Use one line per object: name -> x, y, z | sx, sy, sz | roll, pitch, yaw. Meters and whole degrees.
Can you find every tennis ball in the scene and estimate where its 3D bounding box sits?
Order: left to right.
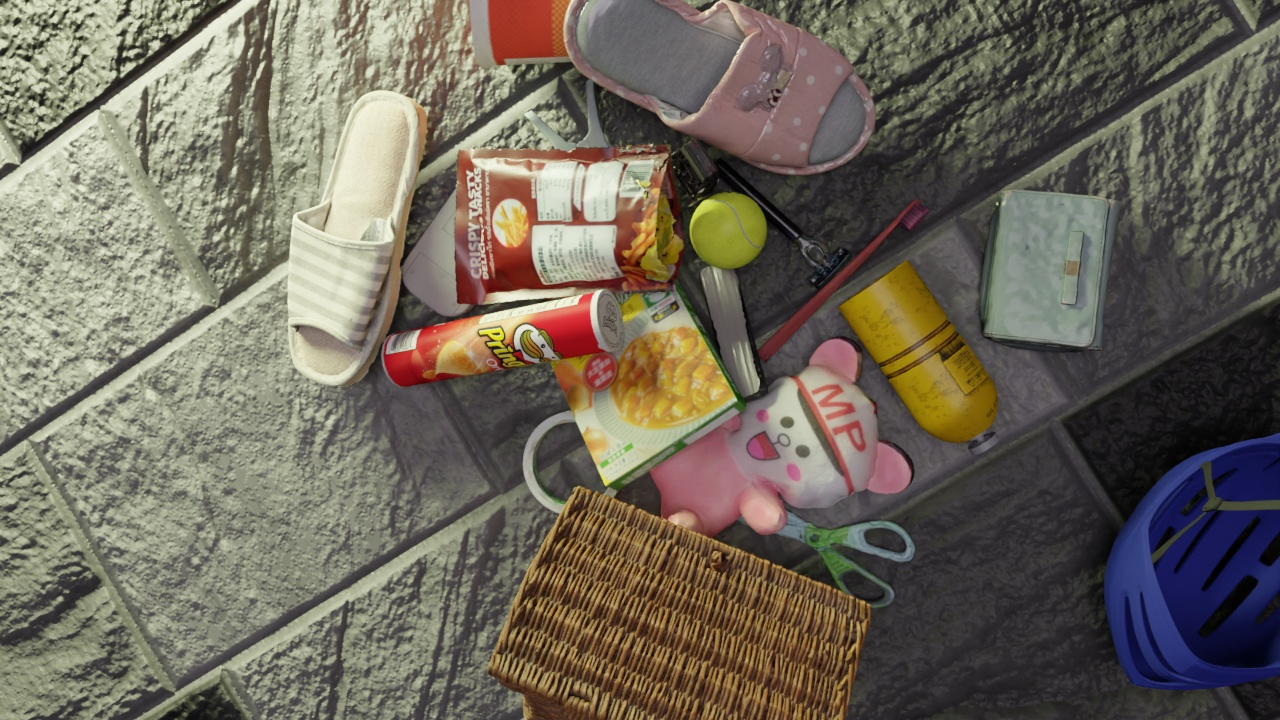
tennis ball -> 0.075, -0.110, 0.780 | 0.065, 0.065, 0.065 | 0, 92, 7

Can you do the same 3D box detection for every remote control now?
remote control -> -0.151, -0.113, 0.834 | 0.074, 0.019, 0.151 | 37, 96, 5
remote control -> 0.078, -0.026, 0.779 | 0.033, 0.013, 0.136 | -17, 59, 11

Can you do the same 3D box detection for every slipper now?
slipper -> -0.259, -0.112, 0.825 | 0.114, 0.054, 0.272 | 14, 90, 25
slipper -> 0.069, -0.226, 0.738 | 0.274, 0.054, 0.114 | 17, 110, -15

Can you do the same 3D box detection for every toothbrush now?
toothbrush -> 0.173, -0.066, 0.788 | 0.190, 0.016, 0.016 | -44, 71, 6

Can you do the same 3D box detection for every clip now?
clip -> -0.054, -0.155, 0.815 | 0.115, 0.028, 0.163 | -24, 89, 7

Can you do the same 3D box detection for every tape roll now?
tape roll -> -0.060, 0.093, 0.831 | 0.094, 0.018, 0.094 | 0, 92, 8

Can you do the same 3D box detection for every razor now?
razor -> 0.117, -0.124, 0.796 | 0.144, 0.022, 0.043 | 43, 96, 4

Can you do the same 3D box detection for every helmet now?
helmet -> 0.443, 0.153, 0.662 | 0.148, 0.227, 0.241 | 34, 95, 15

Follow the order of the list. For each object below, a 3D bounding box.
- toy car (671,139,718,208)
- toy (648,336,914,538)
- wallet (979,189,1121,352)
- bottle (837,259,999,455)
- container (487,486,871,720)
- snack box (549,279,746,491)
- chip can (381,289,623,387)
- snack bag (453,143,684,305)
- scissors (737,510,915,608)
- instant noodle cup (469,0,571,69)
toy car -> 0.048, -0.158, 0.770 | 0.037, 0.092, 0.040 | -33, 88, -3
toy -> 0.106, 0.077, 0.771 | 0.213, 0.084, 0.141 | -25, 63, 10
wallet -> 0.338, -0.074, 0.757 | 0.100, 0.054, 0.131 | 5, 88, 6
bottle -> 0.239, 0.003, 0.760 | 0.071, 0.071, 0.164 | -35, 88, 7
container -> 0.023, 0.247, 0.732 | 0.250, 0.184, 0.161 | 21, 57, 7
snack box -> -0.005, 0.005, 0.775 | 0.132, 0.027, 0.168 | -34, 62, 14
chip can -> -0.122, -0.016, 0.792 | 0.215, 0.051, 0.052 | -10, 91, 23
snack bag -> -0.071, -0.116, 0.775 | 0.208, 0.066, 0.139 | 1, 98, 20
scissors -> 0.149, 0.163, 0.809 | 0.175, 0.032, 0.093 | 16, 97, 11
instant noodle cup -> -0.071, -0.306, 0.770 | 0.121, 0.123, 0.123 | 4, 93, 0
